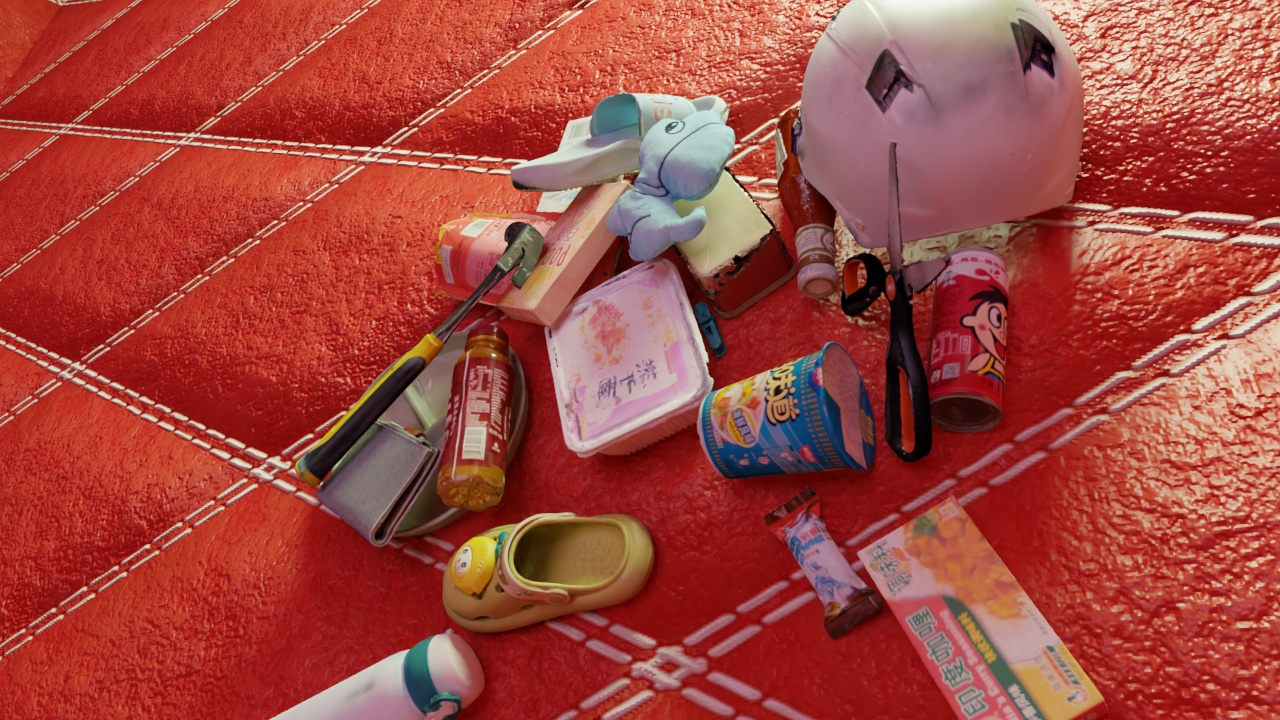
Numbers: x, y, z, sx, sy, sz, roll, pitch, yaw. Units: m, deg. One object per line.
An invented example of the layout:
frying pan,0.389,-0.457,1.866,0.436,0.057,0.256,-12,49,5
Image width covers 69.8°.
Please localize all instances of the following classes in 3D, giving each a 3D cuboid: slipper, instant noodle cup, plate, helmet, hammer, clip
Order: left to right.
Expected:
hammer,-0.208,-0.006,0.870,0.323,0.032,0.126,-47,19,0
plate,-0.207,0.071,0.907,0.231,0.027,0.229,-17,51,22
slipper,-0.084,0.157,0.734,0.191,0.081,0.091,-13,49,20
slipper,-0.025,-0.232,0.935,0.244,0.074,0.104,-26,23,-25
instant noodle cup,-0.005,0.005,0.810,0.138,0.060,0.173,-26,49,13
clip,0.063,-0.027,0.819,0.014,0.046,0.057,-26,48,11
instant noodle cup,0.107,0.045,0.694,0.110,0.099,0.099,-16,50,31
helmet,0.234,-0.225,0.735,0.229,0.146,0.258,-10,53,5

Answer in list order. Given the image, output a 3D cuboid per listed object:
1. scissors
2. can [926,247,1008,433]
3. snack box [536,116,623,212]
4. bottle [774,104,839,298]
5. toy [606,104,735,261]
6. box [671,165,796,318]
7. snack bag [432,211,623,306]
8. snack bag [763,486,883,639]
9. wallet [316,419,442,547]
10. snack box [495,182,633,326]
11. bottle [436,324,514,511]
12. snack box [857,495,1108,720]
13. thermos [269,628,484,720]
scissors,0.180,-0.036,0.657,0.021,0.230,0.221,-8,87,-2
can,0.242,-0.017,0.677,0.053,0.053,0.132,-3,56,30
snack box,-0.059,-0.212,1.024,0.085,0.027,0.156,-4,56,28
bottle,0.154,-0.145,0.823,0.060,0.060,0.205,-13,52,23
toy,0.032,-0.166,0.826,0.156,0.050,0.161,-38,44,2
box,0.063,-0.127,0.852,0.091,0.077,0.168,-34,46,5
snack bag,-0.118,-0.105,0.961,0.208,0.073,0.128,8,67,27
snack bag,0.128,0.142,0.651,0.048,0.026,0.104,-40,45,16
wallet,-0.238,0.108,0.852,0.130,0.037,0.106,15,65,50
snack box,-0.069,-0.104,0.881,0.157,0.026,0.085,-55,31,-14
bottle,-0.145,0.046,0.828,0.058,0.057,0.174,-16,51,21
snack box,0.210,0.167,0.580,0.077,0.027,0.155,-34,46,7
thermos,-0.229,0.290,0.732,0.224,0.073,0.073,-29,47,10
